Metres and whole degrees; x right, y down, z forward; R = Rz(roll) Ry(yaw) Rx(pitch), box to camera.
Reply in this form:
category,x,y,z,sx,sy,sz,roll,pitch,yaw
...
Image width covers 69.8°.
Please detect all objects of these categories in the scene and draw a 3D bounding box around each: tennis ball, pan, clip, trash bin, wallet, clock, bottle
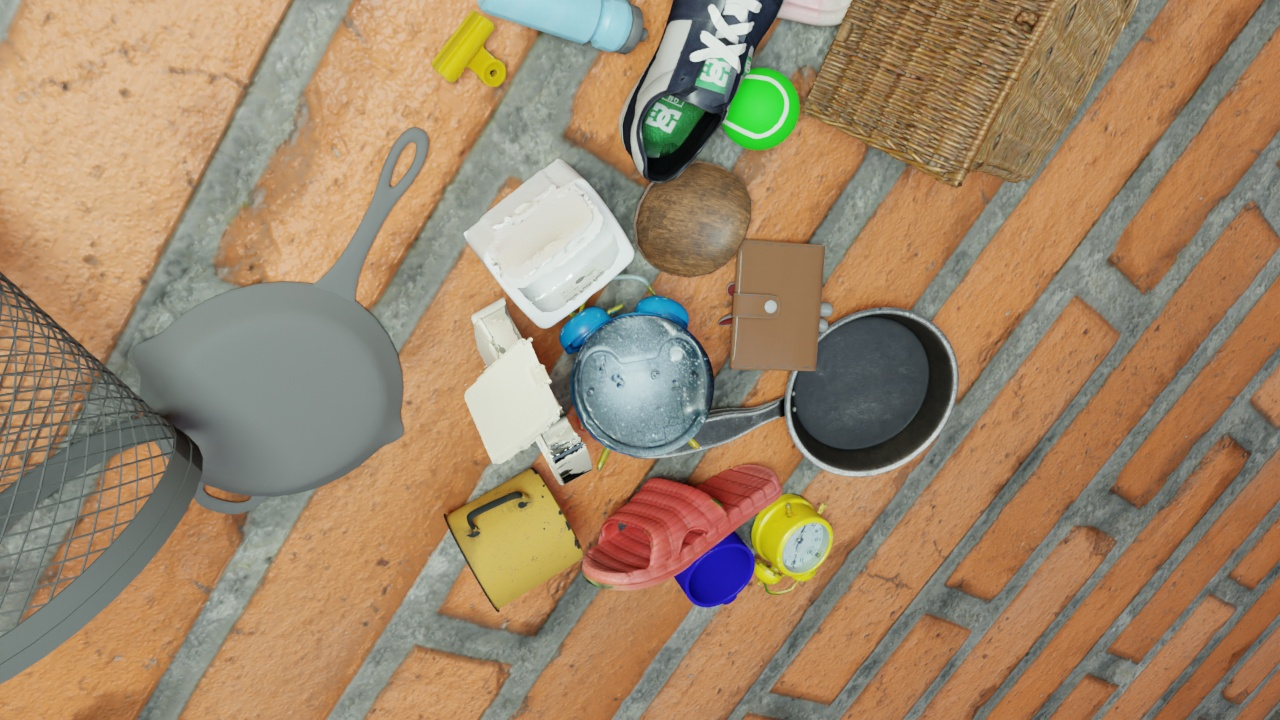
category,x,y,z,sx,sy,sz,roll,pitch,yaw
tennis ball,0.098,-0.206,0.754,0.065,0.065,0.065,-12,122,-21
pan,-0.251,-0.020,0.710,0.216,0.024,0.355,24,104,-35
clip,-0.121,-0.221,0.667,0.054,0.044,0.049,-52,168,6
trash bin,-0.431,0.045,0.544,0.217,0.218,0.227,-33,123,-7
wallet,0.128,-0.050,0.856,0.087,0.013,0.121,2,96,-12
clock,-0.005,0.004,0.763,0.116,0.060,0.161,-9,83,-11
clock,0.167,0.208,1.029,0.083,0.057,0.119,3,109,-29
pan,0.155,0.048,0.935,0.356,0.055,0.187,-10,112,-7
bottle,-0.052,-0.255,0.667,0.130,0.040,0.040,7,113,-30

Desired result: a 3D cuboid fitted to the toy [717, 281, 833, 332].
category,x,y,z,sx,sy,sz,roll,pitch,yaw
toy,0.130,-0.048,0.880,0.111,0.030,0.049,7,115,-12

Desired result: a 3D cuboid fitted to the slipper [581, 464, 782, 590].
category,x,y,z,sx,sy,sz,roll,pitch,yaw
slipper,0.039,0.144,0.892,0.248,0.104,0.059,-24,110,-38

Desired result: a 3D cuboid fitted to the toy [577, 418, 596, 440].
category,x,y,z,sx,sy,sz,roll,pitch,yaw
toy,-0.017,0.013,0.837,0.088,0.094,0.133,15,82,-9

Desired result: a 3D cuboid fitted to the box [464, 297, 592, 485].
category,x,y,z,sx,sy,sz,roll,pitch,yaw
box,-0.103,0.022,0.692,0.070,0.143,0.187,-29,162,-8

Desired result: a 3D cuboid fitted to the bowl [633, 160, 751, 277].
category,x,y,z,sx,sy,sz,roll,pitch,yaw
bowl,0.041,-0.125,0.796,0.114,0.026,0.102,11,111,-32

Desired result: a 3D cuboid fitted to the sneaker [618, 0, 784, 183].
category,x,y,z,sx,sy,sz,roll,pitch,yaw
sneaker,0.056,-0.233,0.667,0.084,0.079,0.236,14,127,-22

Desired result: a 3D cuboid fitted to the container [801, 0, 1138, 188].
category,x,y,z,sx,sy,sz,roll,pitch,yaw
container,0.288,-0.270,0.742,0.182,0.162,0.250,3,119,-49

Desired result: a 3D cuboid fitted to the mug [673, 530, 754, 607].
category,x,y,z,sx,sy,sz,roll,pitch,yaw
mug,0.069,0.210,0.965,0.079,0.083,0.111,-31,127,-8

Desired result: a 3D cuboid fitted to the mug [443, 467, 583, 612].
category,x,y,z,sx,sy,sz,roll,pitch,yaw
mug,-0.114,0.153,0.825,0.094,0.100,0.124,-29,146,-12

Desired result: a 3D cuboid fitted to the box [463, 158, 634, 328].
category,x,y,z,sx,sy,sz,roll,pitch,yaw
box,-0.060,-0.083,0.702,0.109,0.136,0.121,-40,128,-4

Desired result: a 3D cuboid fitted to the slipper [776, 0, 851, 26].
category,x,y,z,sx,sy,sz,roll,pitch,yaw
slipper,0.095,-0.313,0.700,0.221,0.055,0.107,6,116,-31
